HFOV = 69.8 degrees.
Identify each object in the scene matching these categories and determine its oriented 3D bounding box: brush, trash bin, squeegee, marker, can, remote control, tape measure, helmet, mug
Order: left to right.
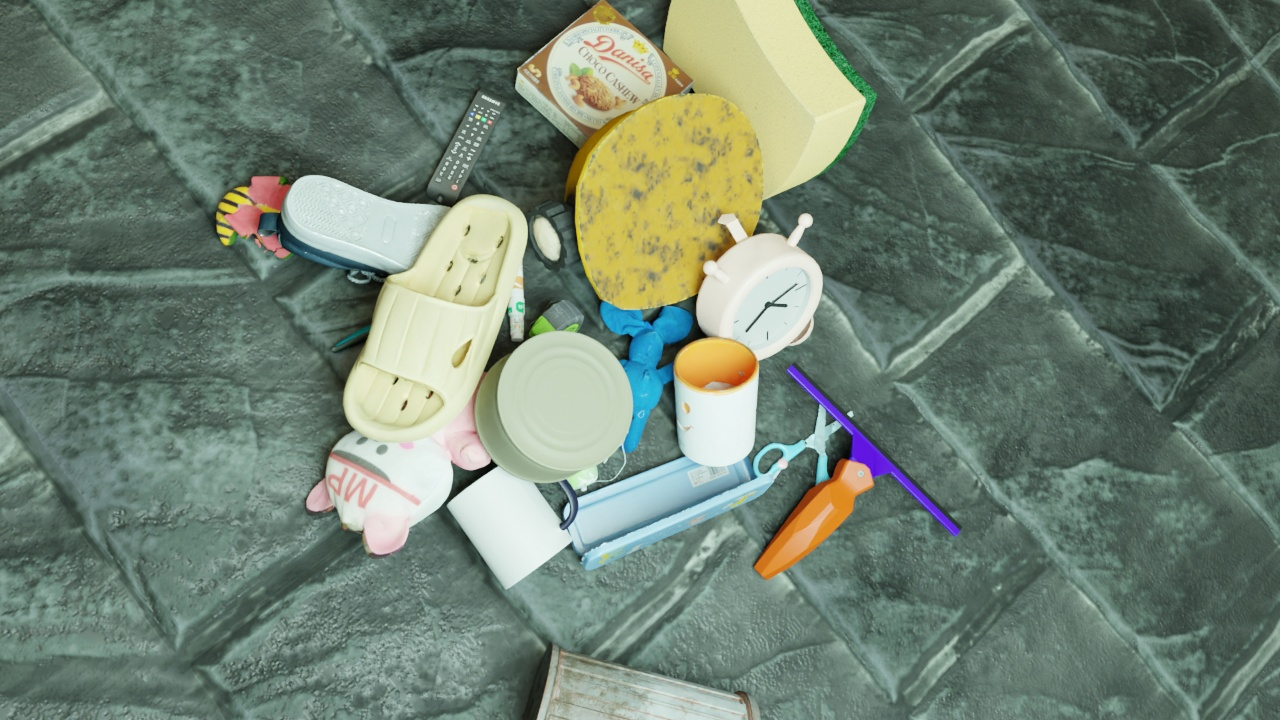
[{"bbox_3d":[-0.187,-0.234,0.995,0.033,0.015,0.146,24,72,-5],"label":"remote control"},{"bbox_3d":[-0.133,-0.092,0.969,0.017,0.017,0.145,-1,76,-13],"label":"marker"},{"bbox_3d":[-0.111,0.145,0.869,0.112,0.078,0.097,-38,85,16],"label":"mug"},{"bbox_3d":[-0.090,-0.035,0.940,0.058,0.066,0.036,-38,78,-26],"label":"tape measure"},{"bbox_3d":[-0.077,0.042,0.821,0.127,0.073,0.127,6,74,-23],"label":"can"},{"bbox_3d":[-0.002,-0.170,0.949,0.254,0.131,0.205,-30,122,-32],"label":"helmet"},{"bbox_3d":[0.003,0.344,0.827,0.211,0.131,0.130,18,72,-6],"label":"trash bin"},{"bbox_3d":[0.076,0.042,0.919,0.082,0.105,0.082,-3,41,2],"label":"mug"},{"bbox_3d":[0.129,-0.314,0.990,0.075,0.195,0.250,-26,82,-18],"label":"brush"},{"bbox_3d":[0.188,0.154,0.948,0.249,0.055,0.184,44,87,-1],"label":"squeegee"}]

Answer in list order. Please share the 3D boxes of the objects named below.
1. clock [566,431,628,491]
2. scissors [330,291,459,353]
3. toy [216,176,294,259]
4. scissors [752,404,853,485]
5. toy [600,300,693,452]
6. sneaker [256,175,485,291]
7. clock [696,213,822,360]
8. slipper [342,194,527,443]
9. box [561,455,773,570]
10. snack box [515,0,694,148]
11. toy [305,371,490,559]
[{"bbox_3d":[-0.066,0.073,0.908,0.119,0.042,0.094,39,103,11],"label":"clock"},{"bbox_3d":[-0.243,-0.031,0.928,0.149,0.019,0.131,13,74,-8],"label":"scissors"},{"bbox_3d":[-0.373,-0.143,0.918,0.103,0.046,0.084,3,88,-7],"label":"toy"},{"bbox_3d":[0.193,0.107,0.991,0.138,0.015,0.120,-34,85,-13],"label":"scissors"},{"bbox_3d":[-0.006,0.006,0.947,0.112,0.071,0.176,22,71,-18],"label":"toy"},{"bbox_3d":[-0.253,-0.114,0.916,0.235,0.088,0.089,16,63,-31],"label":"sneaker"},{"bbox_3d":[0.118,-0.068,0.960,0.131,0.161,0.086,-28,42,-17],"label":"clock"},{"bbox_3d":[-0.180,-0.049,0.830,0.111,0.079,0.261,21,71,5],"label":"slipper"},{"bbox_3d":[0.029,0.140,0.913,0.210,0.079,0.072,-19,83,-16],"label":"box"},{"bbox_3d":[-0.040,-0.311,1.034,0.143,0.041,0.146,43,71,2],"label":"snack box"},{"bbox_3d":[-0.211,0.083,0.867,0.142,0.084,0.212,26,63,26],"label":"toy"}]
